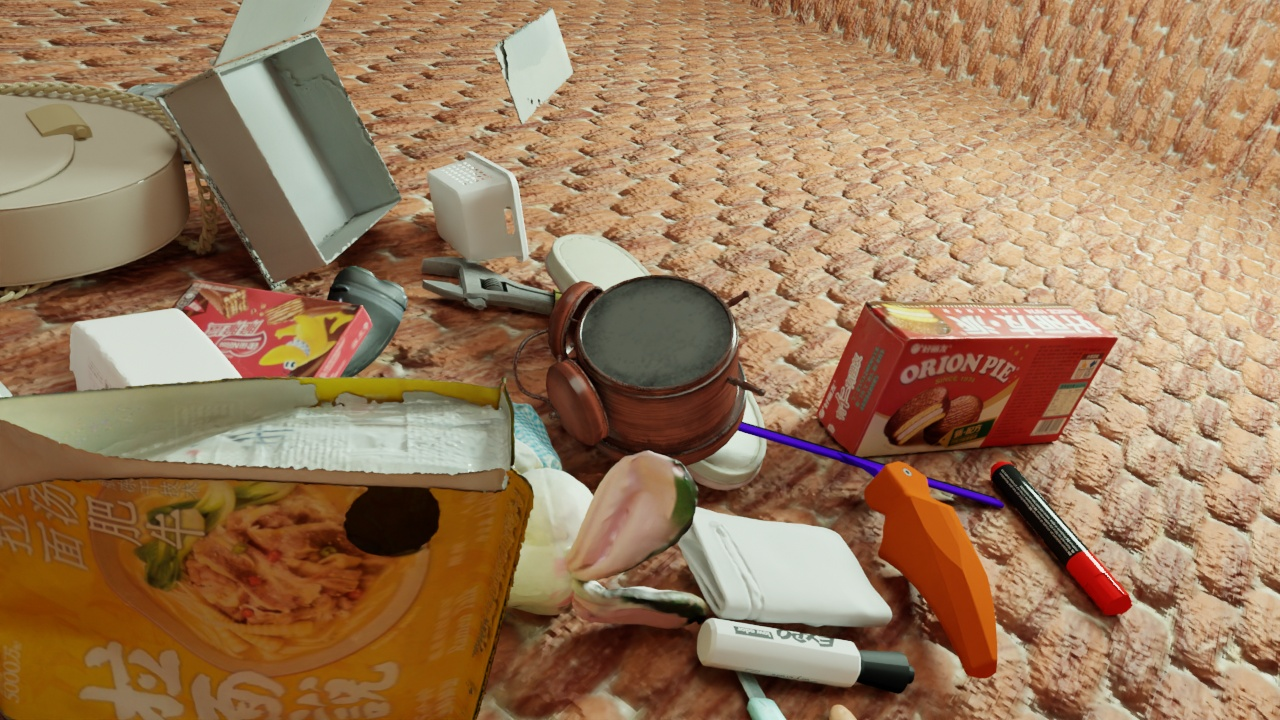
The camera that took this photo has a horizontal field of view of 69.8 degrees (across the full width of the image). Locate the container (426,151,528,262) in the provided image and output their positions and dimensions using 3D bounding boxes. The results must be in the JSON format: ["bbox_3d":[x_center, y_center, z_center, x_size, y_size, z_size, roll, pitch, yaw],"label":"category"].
[{"bbox_3d":[-0.151,-0.137,0.831,0.049,0.081,0.129,-18,29,-22],"label":"container"}]

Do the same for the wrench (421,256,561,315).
[{"bbox_3d":[-0.057,-0.046,0.796,0.273,0.018,0.083,12,26,-6],"label":"wrench"}]

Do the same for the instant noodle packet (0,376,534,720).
[{"bbox_3d":[-0.169,0.088,0.379,0.221,0.163,0.084,3,34,-20],"label":"instant noodle packet"}]

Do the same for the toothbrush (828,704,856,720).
[{"bbox_3d":[0.117,0.223,0.438,0.021,0.017,0.135,10,28,-17],"label":"toothbrush"}]

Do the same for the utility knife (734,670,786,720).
[{"bbox_3d":[0.076,0.201,0.455,0.022,0.015,0.129,3,29,-26],"label":"utility knife"}]

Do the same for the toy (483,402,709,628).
[{"bbox_3d":[-0.067,0.080,0.515,0.105,0.131,0.205,-30,44,-31],"label":"toy"}]

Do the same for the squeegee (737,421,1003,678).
[{"bbox_3d":[0.183,0.118,0.590,0.249,0.055,0.184,17,34,-22],"label":"squeegee"}]

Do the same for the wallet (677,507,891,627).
[{"bbox_3d":[0.083,0.130,0.551,0.116,0.032,0.086,14,24,-20],"label":"wallet"}]

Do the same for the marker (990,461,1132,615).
[{"bbox_3d":[0.306,0.126,0.678,0.023,0.021,0.145,26,23,-30],"label":"marker"}]

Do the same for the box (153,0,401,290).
[{"bbox_3d":[-0.252,-0.252,0.697,0.150,0.370,0.166,19,31,-1],"label":"box"}]

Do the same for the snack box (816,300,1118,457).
[{"bbox_3d":[0.270,0.013,0.757,0.236,0.113,0.060,-2,35,-27],"label":"snack box"}]

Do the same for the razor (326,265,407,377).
[{"bbox_3d":[-0.215,-0.014,0.625,0.053,0.064,0.140,4,35,24],"label":"razor"}]

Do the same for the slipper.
[{"bbox_3d":[0.002,-0.001,0.710,0.114,0.055,0.274,-2,44,-35],"label":"slipper"}]

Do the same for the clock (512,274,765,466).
[{"bbox_3d":[-0.004,0.004,0.599,0.158,0.072,0.120,-3,49,1],"label":"clock"}]

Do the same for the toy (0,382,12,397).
[{"bbox_3d":[-0.353,0.036,0.378,0.186,0.266,0.127,23,66,-28],"label":"toy"}]

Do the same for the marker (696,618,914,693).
[{"bbox_3d":[0.093,0.163,0.503,0.126,0.025,0.025,13,30,-14],"label":"marker"}]

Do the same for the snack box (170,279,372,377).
[{"bbox_3d":[-0.249,-0.007,0.581,0.133,0.021,0.089,9,51,15],"label":"snack box"}]

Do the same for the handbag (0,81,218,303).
[{"bbox_3d":[-0.458,-0.131,0.691,0.208,0.104,0.211,-23,47,-36],"label":"handbag"}]

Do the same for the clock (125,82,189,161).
[{"bbox_3d":[-0.455,-0.233,0.886,0.147,0.056,0.104,-5,35,-34],"label":"clock"}]

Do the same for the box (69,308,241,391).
[{"bbox_3d":[-0.214,0.036,0.500,0.124,0.109,0.136,36,37,29],"label":"box"}]
